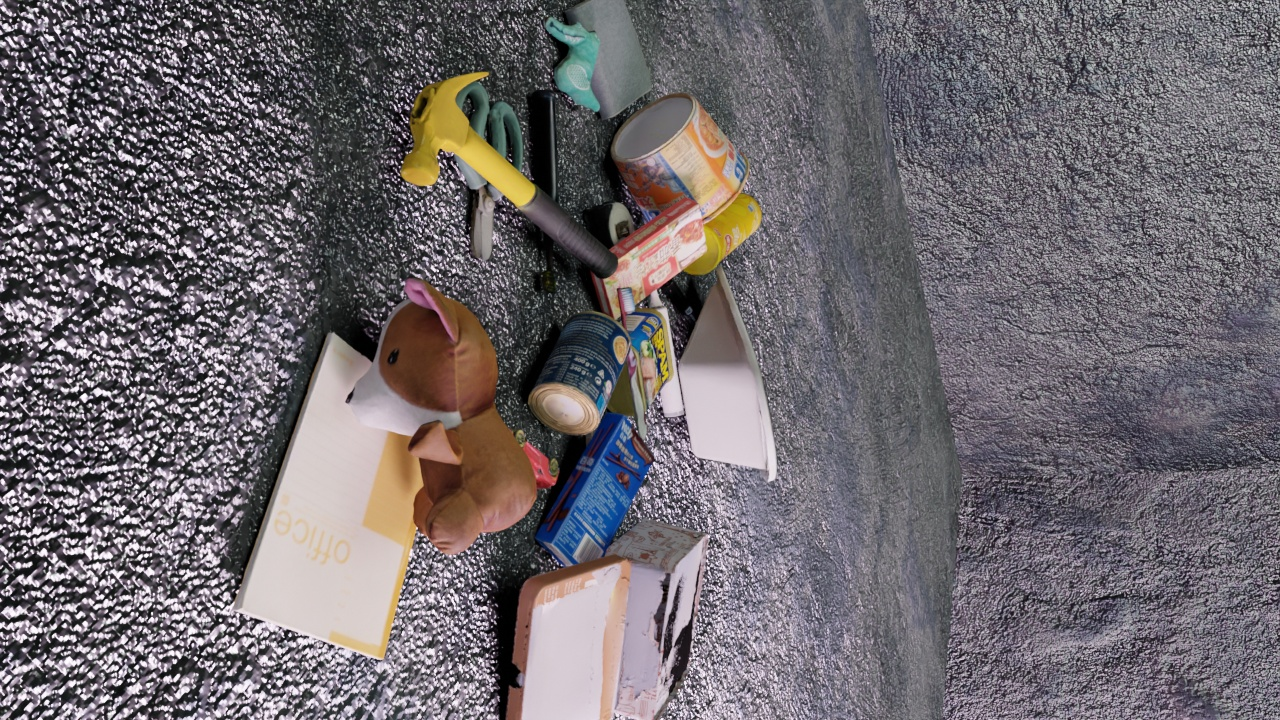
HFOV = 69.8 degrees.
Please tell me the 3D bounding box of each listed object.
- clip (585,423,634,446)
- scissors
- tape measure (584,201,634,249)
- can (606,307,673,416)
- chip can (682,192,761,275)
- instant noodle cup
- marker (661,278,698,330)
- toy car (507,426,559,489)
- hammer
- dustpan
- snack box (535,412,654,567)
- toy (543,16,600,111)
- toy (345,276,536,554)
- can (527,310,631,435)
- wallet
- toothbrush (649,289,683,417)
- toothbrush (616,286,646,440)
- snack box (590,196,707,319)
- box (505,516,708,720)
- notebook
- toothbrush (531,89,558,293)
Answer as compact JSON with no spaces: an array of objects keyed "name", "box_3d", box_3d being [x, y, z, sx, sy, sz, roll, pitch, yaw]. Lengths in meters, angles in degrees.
[{"name":"clip","box_3d":[-0.030,0.108,1.025,0.096,0.035,0.101,-42,126,-56]},{"name":"scissors","box_3d":[-0.138,-0.173,0.885,0.129,0.019,0.185,-16,101,-63]},{"name":"tape measure","box_3d":[-0.034,-0.151,1.066,0.065,0.034,0.066,-35,117,-60]},{"name":"can","box_3d":[-0.006,0.003,1.056,0.083,0.057,0.102,-52,140,-51]},{"name":"chip can","box_3d":[0.114,-0.186,1.325,0.212,0.072,0.072,-42,122,-58]},{"name":"instant noodle cup","box_3d":[0.041,-0.245,1.122,0.111,0.152,0.151,50,42,-36]},{"name":"marker","box_3d":[0.062,-0.070,1.260,0.132,0.020,0.022,50,13,-47]},{"name":"toy car","box_3d":[-0.117,0.089,0.838,0.106,0.049,0.031,53,39,-48]},{"name":"hammer","box_3d":[-0.109,-0.158,0.876,0.300,0.033,0.128,38,56,-52]},{"name":"dustpan","box_3d":[0.145,0.034,1.237,0.256,0.143,0.223,-58,147,-45]},{"name":"snack box","box_3d":[-0.044,0.141,0.955,0.156,0.026,0.084,-60,140,-25]},{"name":"toy","box_3d":[-0.074,-0.337,1.022,0.096,0.030,0.091,25,71,-37]},{"name":"toy","box_3d":[-0.154,0.039,0.696,0.130,0.140,0.199,-9,91,-22]},{"name":"can","box_3d":[-0.061,0.013,0.934,0.075,0.075,0.110,63,34,-35]},{"name":"wallet","box_3d":[-0.038,-0.370,1.100,0.106,0.037,0.130,-47,127,-42]},{"name":"toothbrush","box_3d":[0.025,-0.037,1.170,0.026,0.027,0.221,-18,101,-49]},{"name":"toothbrush","box_3d":[-0.006,0.006,0.995,0.016,0.017,0.188,-113,-167,-62]},{"name":"snack box","box_3d":[0.011,-0.118,1.059,0.152,0.025,0.075,-37,139,-21]},{"name":"box","box_3d":[-0.026,0.274,0.905,0.260,0.103,0.178,-14,113,-68]},{"name":"notebook","box_3d":[-0.214,0.103,0.685,0.146,0.010,0.205,48,43,-50]},{"name":"toothbrush","box_3d":[-0.098,-0.175,0.953,0.027,0.026,0.212,15,72,-70]}]
